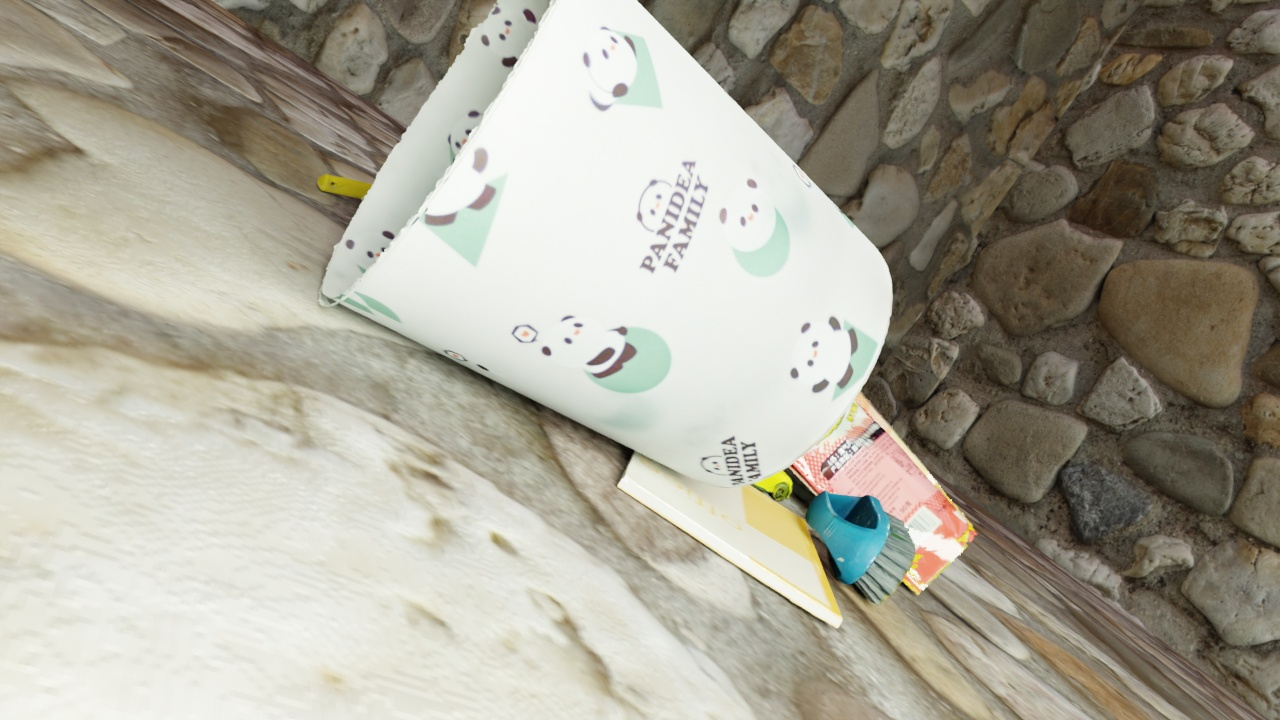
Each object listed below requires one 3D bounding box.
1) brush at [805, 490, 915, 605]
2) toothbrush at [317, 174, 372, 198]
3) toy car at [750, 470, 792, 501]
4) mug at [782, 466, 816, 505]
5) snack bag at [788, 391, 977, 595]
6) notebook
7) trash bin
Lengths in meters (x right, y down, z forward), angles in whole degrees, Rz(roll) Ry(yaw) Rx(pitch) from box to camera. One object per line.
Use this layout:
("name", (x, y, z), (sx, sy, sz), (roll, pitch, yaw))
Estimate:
("brush", (0.154, 0.125, 0.665), (0.073, 0.055, 0.143), (36, 8, 7))
("toothbrush", (-0.229, -0.153, 0.860), (0.017, 0.016, 0.189), (19, 10, 24))
("toy car", (0.090, 0.083, 0.760), (0.105, 0.032, 0.048), (31, 7, -37))
("mug", (0.185, 0.108, 0.889), (0.123, 0.084, 0.103), (-6, 32, -39))
("snack bag", (0.194, 0.095, 0.799), (0.208, 0.073, 0.128), (47, 52, 10))
("notebook", (0.056, 0.095, 0.600), (0.146, 0.010, 0.206), (33, 7, 2))
("trash bin", (-0.008, -0.064, 0.522), (0.252, 0.230, 0.229), (33, 7, -25))
